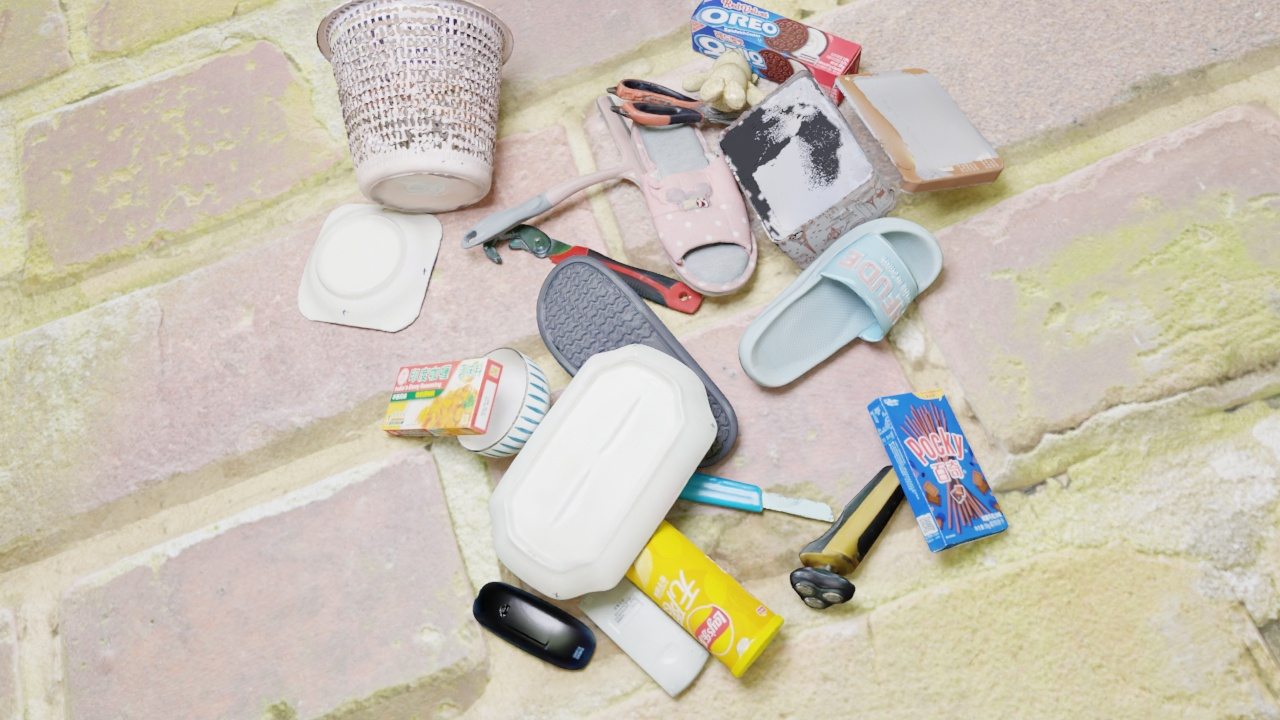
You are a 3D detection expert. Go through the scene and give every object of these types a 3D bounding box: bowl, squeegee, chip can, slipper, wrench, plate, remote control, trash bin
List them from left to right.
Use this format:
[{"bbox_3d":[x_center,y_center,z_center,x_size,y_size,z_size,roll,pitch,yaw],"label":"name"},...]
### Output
[{"bbox_3d":[-0.330,-0.120,1.100,0.164,0.034,0.163,7,70,12],"label":"plate"},{"bbox_3d":[-0.255,-0.286,1.070,0.227,0.227,0.192,-6,81,6],"label":"trash bin"},{"bbox_3d":[-0.137,0.051,0.976,0.117,0.066,0.116,-22,55,35],"label":"bowl"},{"bbox_3d":[-0.110,0.265,0.923,0.136,0.024,0.053,22,75,16],"label":"remote control"},{"bbox_3d":[-0.097,-0.189,1.074,0.249,0.040,0.247,-25,68,-8],"label":"squeegee"},{"bbox_3d":[-0.057,-0.109,1.063,0.273,0.016,0.056,18,70,15],"label":"wrench"},{"bbox_3d":[-0.041,0.101,0.893,0.162,0.034,0.265,32,79,19],"label":"plate"},{"bbox_3d":[-0.006,0.006,0.986,0.111,0.083,0.268,-44,86,2],"label":"slipper"},{"bbox_3d":[0.003,0.267,0.908,0.135,0.019,0.056,38,79,20],"label":"remote control"},{"bbox_3d":[0.036,0.211,0.898,0.213,0.072,0.072,38,79,21],"label":"chip can"},{"bbox_3d":[0.058,-0.194,1.044,0.114,0.055,0.274,-11,62,-12],"label":"slipper"},{"bbox_3d":[0.211,-0.057,0.951,0.245,0.104,0.074,-37,25,-3],"label":"slipper"}]

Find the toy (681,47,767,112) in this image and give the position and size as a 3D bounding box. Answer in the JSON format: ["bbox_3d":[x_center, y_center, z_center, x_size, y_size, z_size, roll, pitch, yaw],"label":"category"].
[{"bbox_3d":[0.100,-0.321,1.061,0.105,0.066,0.157,9,27,5],"label":"toy"}]

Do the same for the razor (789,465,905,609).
[{"bbox_3d":[0.212,0.170,0.897,0.167,0.062,0.068,-48,39,-16],"label":"razor"}]

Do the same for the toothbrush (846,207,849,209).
[{"bbox_3d":[0.207,-0.101,1.020,0.029,0.020,0.189,29,75,-16],"label":"toothbrush"}]

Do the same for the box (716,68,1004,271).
[{"bbox_3d":[0.234,-0.230,0.998,0.274,0.125,0.178,-23,59,0],"label":"box"}]

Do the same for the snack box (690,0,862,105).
[{"bbox_3d":[0.160,-0.380,1.113,0.207,0.058,0.057,28,73,18],"label":"snack box"}]

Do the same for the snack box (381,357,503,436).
[{"bbox_3d":[-0.214,0.042,0.983,0.156,0.027,0.077,-6,64,41],"label":"snack box"}]

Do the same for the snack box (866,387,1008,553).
[{"bbox_3d":[0.291,0.104,0.904,0.084,0.026,0.157,-7,65,-27],"label":"snack box"}]

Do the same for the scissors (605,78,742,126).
[{"bbox_3d":[0.069,-0.287,1.081,0.196,0.015,0.205,-27,55,-37],"label":"scissors"}]

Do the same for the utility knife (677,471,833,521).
[{"bbox_3d":[0.091,0.137,0.944,0.216,0.018,0.034,10,69,13],"label":"utility knife"}]
